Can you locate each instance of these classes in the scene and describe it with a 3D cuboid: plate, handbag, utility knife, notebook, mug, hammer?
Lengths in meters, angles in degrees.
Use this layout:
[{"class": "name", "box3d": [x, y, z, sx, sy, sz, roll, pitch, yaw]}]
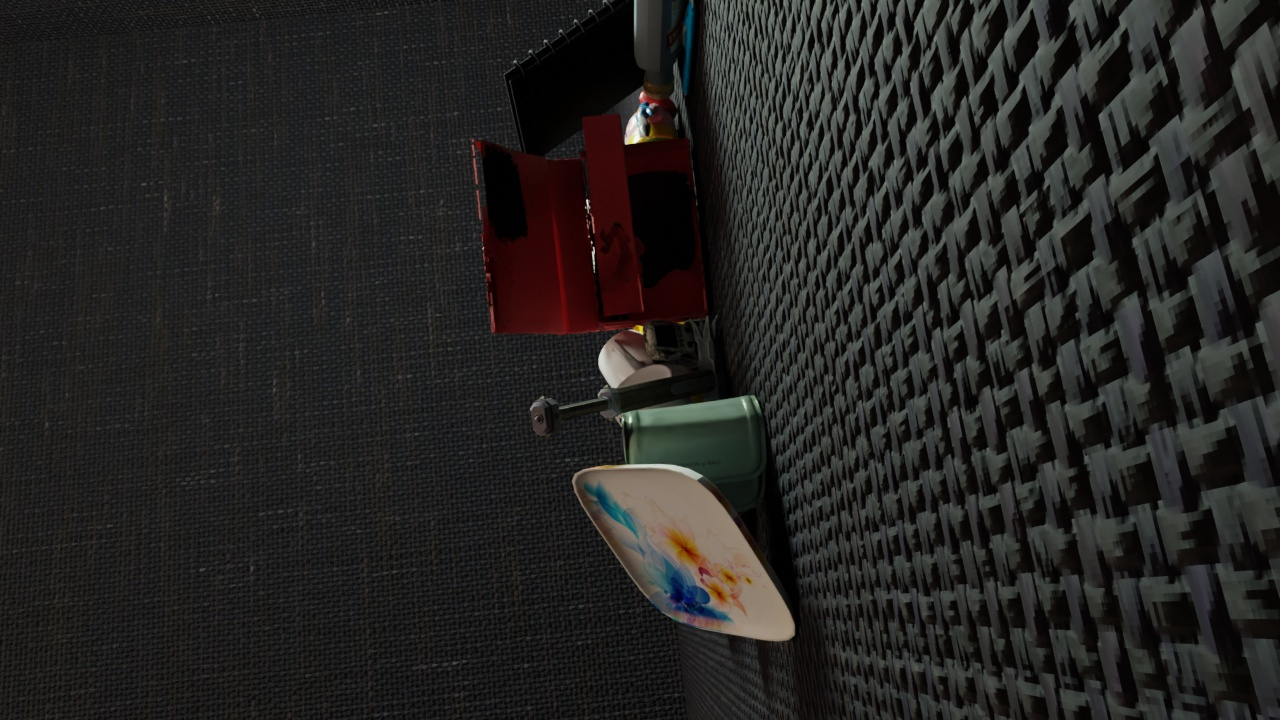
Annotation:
[{"class": "plate", "box3d": [0.036, 0.157, 0.769, 0.187, 0.016, 0.187, -9, 119, 51]}, {"class": "handbag", "box3d": [0.046, 0.086, 0.808, 0.067, 0.122, 0.106, -99, 3, -52]}, {"class": "utility knife", "box3d": [0.050, -0.335, 0.934, 0.209, 0.015, 0.031, 93, 171, -70]}, {"class": "notebook", "box3d": [-0.048, -0.333, 1.033, 0.019, 0.231, 0.169, 48, 167, 15]}, {"class": "mug", "box3d": [-0.006, 0.006, 1.065, 0.087, 0.081, 0.114, 44, 178, 42]}, {"class": "mug", "box3d": [0.017, 0.077, 0.989, 0.097, 0.079, 0.111, 55, -132, -29]}, {"class": "hammer", "box3d": [0.001, 0.038, 0.875, 0.316, 0.028, 0.147, -9, -88, -57]}]

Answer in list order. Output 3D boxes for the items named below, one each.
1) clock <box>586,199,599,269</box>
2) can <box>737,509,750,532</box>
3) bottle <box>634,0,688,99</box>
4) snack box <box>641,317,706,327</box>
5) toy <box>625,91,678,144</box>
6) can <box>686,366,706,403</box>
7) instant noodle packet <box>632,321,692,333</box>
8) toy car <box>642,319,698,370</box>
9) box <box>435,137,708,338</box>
[{"class": "clock", "box3d": [-0.001, -0.147, 1.156, 0.161, 0.125, 0.073, 60, 159, -15]}, {"class": "can", "box3d": [0.081, 0.197, 0.947, 0.067, 0.067, 0.170, -99, 3, -56]}, {"class": "bottle", "box3d": [0.021, -0.346, 0.964, 0.161, 0.046, 0.072, 91, -157, -58]}, {"class": "snack box", "box3d": [0.032, -0.119, 1.109, 0.026, 0.082, 0.150, 124, 140, -88]}, {"class": "toy", "box3d": [0.025, -0.274, 1.168, 0.124, 0.097, 0.131, 98, -174, -57]}, {"class": "can", "box3d": [0.056, 0.044, 1.137, 0.067, 0.067, 0.105, -107, 12, -80]}, {"class": "instant noodle packet", "box3d": [0.046, -0.027, 1.275, 0.221, 0.084, 0.163, -113, 16, -61]}, {"class": "toy car", "box3d": [0.049, -0.019, 1.022, 0.041, 0.112, 0.048, -27, 66, 39]}, {"class": "box", "box3d": [-0.077, -0.138, 1.047, 0.124, 0.315, 0.211, 171, 94, -69]}]
